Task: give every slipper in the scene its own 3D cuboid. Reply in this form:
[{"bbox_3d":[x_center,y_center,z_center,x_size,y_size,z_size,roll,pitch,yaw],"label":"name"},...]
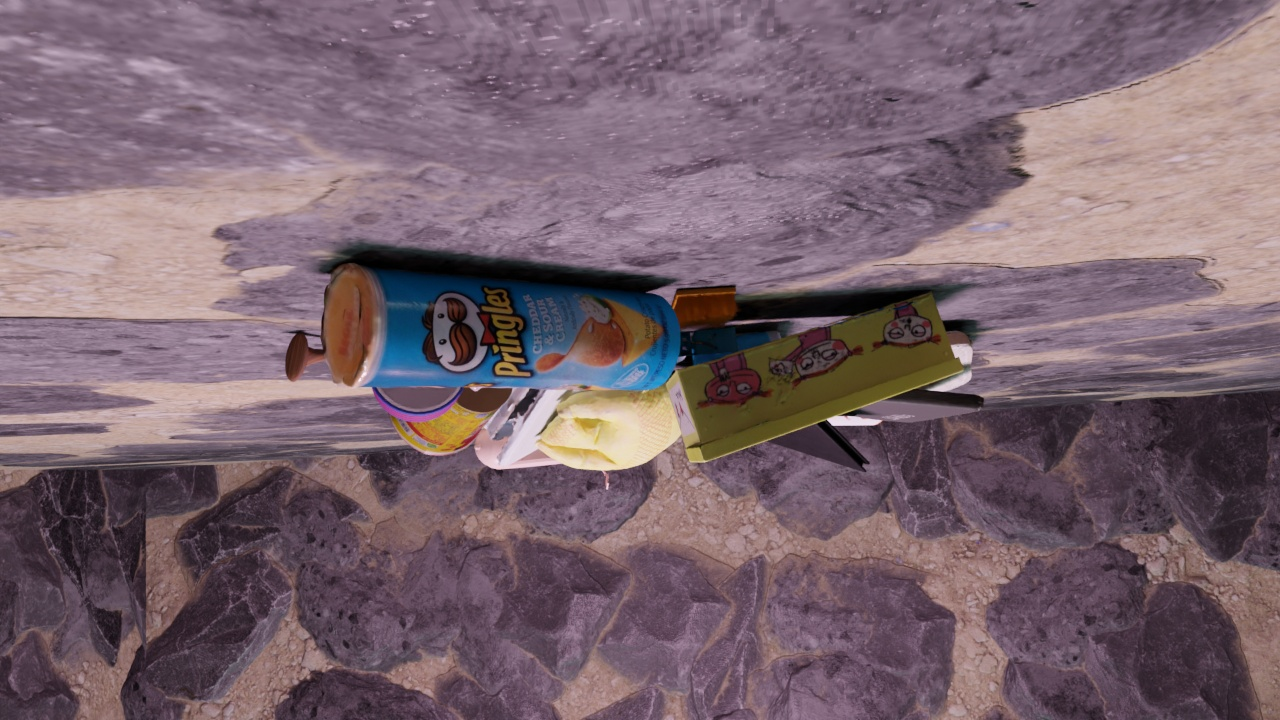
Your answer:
[{"bbox_3d":[0.314,0.003,1.025,0.114,0.054,0.272,-7,168,10],"label":"slipper"}]

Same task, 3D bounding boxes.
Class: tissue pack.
[{"bbox_3d":[0.099,0.006,0.903,0.093,0.061,0.144,-7,176,5],"label":"tissue pack"}]

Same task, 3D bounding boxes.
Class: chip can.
[{"bbox_3d":[-0.082,-0.016,0.589,0.229,0.079,0.080,2,171,-40],"label":"chip can"}]

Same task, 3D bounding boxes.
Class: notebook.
[{"bbox_3d":[0.129,0.063,1.053,0.232,0.019,0.169,16,165,39],"label":"notebook"},{"bbox_3d":[0.241,0.045,1.019,0.209,0.029,0.170,9,170,-12],"label":"notebook"}]

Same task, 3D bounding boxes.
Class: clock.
[{"bbox_3d":[-0.118,0.112,1.115,0.160,0.086,0.131,2,172,-7],"label":"clock"}]

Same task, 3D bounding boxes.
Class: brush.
[{"bbox_3d":[0.046,-0.035,0.718,0.048,0.017,0.126,-3,173,-2],"label":"brush"}]

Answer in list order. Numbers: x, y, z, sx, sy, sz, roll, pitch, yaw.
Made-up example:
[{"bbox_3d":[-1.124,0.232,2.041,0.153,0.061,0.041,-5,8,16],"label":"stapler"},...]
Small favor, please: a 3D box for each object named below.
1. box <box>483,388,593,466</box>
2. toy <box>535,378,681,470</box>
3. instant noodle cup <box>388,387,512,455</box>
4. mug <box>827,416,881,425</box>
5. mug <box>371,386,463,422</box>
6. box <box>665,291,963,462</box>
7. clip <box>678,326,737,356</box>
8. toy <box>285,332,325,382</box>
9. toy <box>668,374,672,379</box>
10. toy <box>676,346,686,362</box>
[{"bbox_3d":[-0.087,0.031,0.882,0.118,0.063,0.214,-26,164,-30],"label":"box"},{"bbox_3d":[-0.016,0.059,0.880,0.154,0.064,0.171,-4,155,-21],"label":"toy"},{"bbox_3d":[-0.170,0.030,0.855,0.100,0.100,0.113,1,164,-34],"label":"instant noodle cup"},{"bbox_3d":[0.268,0.046,1.229,0.105,0.082,0.082,0,172,-19],"label":"mug"},{"bbox_3d":[-0.192,0.001,0.721,0.112,0.075,0.076,24,167,-10],"label":"mug"},{"bbox_3d":[0.139,0.017,0.766,0.221,0.079,0.124,-16,174,-6],"label":"box"},{"bbox_3d":[0.025,-0.011,0.782,0.118,0.033,0.120,-13,-175,-41],"label":"clip"},{"bbox_3d":[-0.241,0.000,0.769,0.055,0.041,0.101,17,-172,19],"label":"toy"},{"bbox_3d":[0.013,0.052,1.010,0.131,0.096,0.124,-8,128,18],"label":"toy"},{"bbox_3d":[-0.005,0.005,0.904,0.063,0.047,0.110,-12,176,-40],"label":"toy"}]
